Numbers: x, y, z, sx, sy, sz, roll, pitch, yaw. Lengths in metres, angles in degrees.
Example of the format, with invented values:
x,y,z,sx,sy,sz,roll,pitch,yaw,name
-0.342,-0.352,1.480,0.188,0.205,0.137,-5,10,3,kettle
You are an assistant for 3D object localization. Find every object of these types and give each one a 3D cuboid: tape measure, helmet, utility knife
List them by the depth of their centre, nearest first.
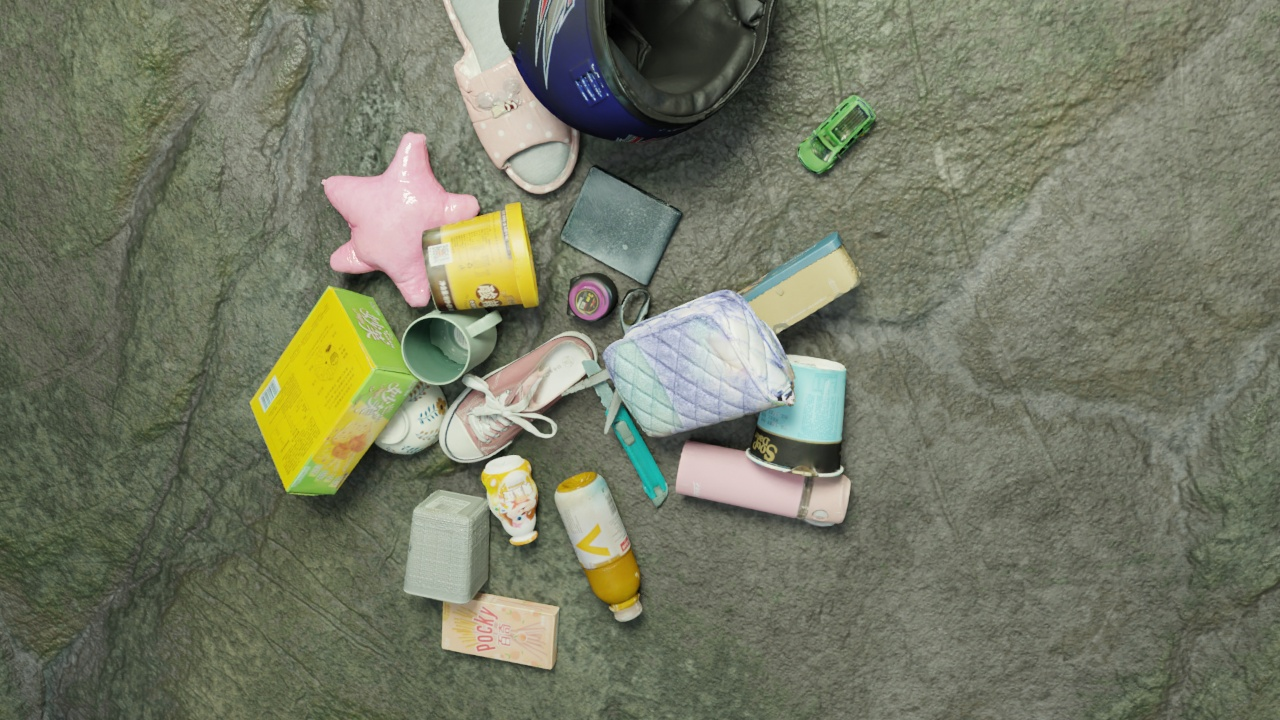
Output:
x,y,z,sx,sy,sz,roll,pitch,yaw,name
-0.011,-0.373,0.877,0.246,0.240,0.316,-6,116,-33,helmet
-0.056,-0.075,1.076,0.058,0.039,0.057,10,107,14,tape measure
-0.017,0.089,1.105,0.029,0.013,0.217,-30,110,-4,utility knife

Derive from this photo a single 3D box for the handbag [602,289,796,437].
x,y,z,sx,sy,sz,roll,pitch,yaw,name
0.060,0.008,0.981,0.194,0.075,0.134,-18,108,47,handbag

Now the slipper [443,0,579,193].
x,y,z,sx,sy,sz,roll,pitch,yaw,name
-0.149,-0.319,1.020,0.114,0.054,0.274,-16,101,15,slipper

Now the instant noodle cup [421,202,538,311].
x,y,z,sx,sy,sz,roll,pitch,yaw,name
-0.180,-0.111,1.035,0.114,0.118,0.118,-10,103,-4,instant noodle cup

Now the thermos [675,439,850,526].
x,y,z,sx,sy,sz,roll,pitch,yaw,name
0.144,0.151,1.087,0.199,0.067,0.087,11,138,7,thermos

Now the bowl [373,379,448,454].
x,y,z,sx,sy,sz,roll,pitch,yaw,name
-0.306,0.069,1.157,0.113,0.062,0.113,3,105,10,bowl

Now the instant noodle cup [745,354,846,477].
x,y,z,sx,sy,sz,roll,pitch,yaw,name
0.183,0.058,1.032,0.111,0.111,0.120,10,99,9,instant noodle cup

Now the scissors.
x,y,z,sx,sy,sz,roll,pitch,yaw,name
-0.008,0.002,1.072,0.159,0.014,0.181,7,96,-7,scissors

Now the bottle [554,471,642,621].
x,y,z,sx,sy,sz,roll,pitch,yaw,name
-0.046,0.234,1.143,0.068,0.068,0.189,-18,101,16,bottle

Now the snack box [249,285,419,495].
x,y,z,sx,sy,sz,roll,pitch,yaw,name
-0.378,0.039,1.121,0.210,0.070,0.157,-50,56,19,snack box

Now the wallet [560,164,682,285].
x,y,z,sx,sy,sz,roll,pitch,yaw,name
-0.024,-0.156,1.059,0.121,0.019,0.097,29,110,5,wallet

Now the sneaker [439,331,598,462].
x,y,z,sx,sy,sz,roll,pitch,yaw,name
-0.157,0.051,1.105,0.241,0.087,0.118,-34,96,17,sneaker

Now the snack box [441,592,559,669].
x,y,z,sx,sy,sz,roll,pitch,yaw,name
-0.188,0.358,1.229,0.157,0.026,0.084,7,106,10,snack box

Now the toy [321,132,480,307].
x,y,z,sx,sy,sz,roll,pitch,yaw,name
-0.291,-0.176,1.078,0.178,0.074,0.195,29,106,-6,toy

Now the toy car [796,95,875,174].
x,y,z,sx,sy,sz,roll,pitch,yaw,name
0.208,-0.240,0.978,0.043,0.036,0.091,43,113,-3,toy car

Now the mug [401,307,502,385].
x,y,z,sx,sy,sz,roll,pitch,yaw,name
-0.211,-0.030,1.085,0.112,0.106,0.082,-27,97,18,mug

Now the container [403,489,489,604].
x,y,z,sx,sy,sz,roll,pitch,yaw,name
-0.244,0.235,1.176,0.090,0.090,0.114,9,103,9,container

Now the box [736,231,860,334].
x,y,z,sx,sy,sz,roll,pitch,yaw,name
0.161,-0.074,1.005,0.184,0.089,0.060,-34,95,16,box

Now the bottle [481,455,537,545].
x,y,z,sx,sy,sz,roll,pitch,yaw,name
-0.159,0.176,1.154,0.063,0.063,0.108,-10,103,14,bottle
